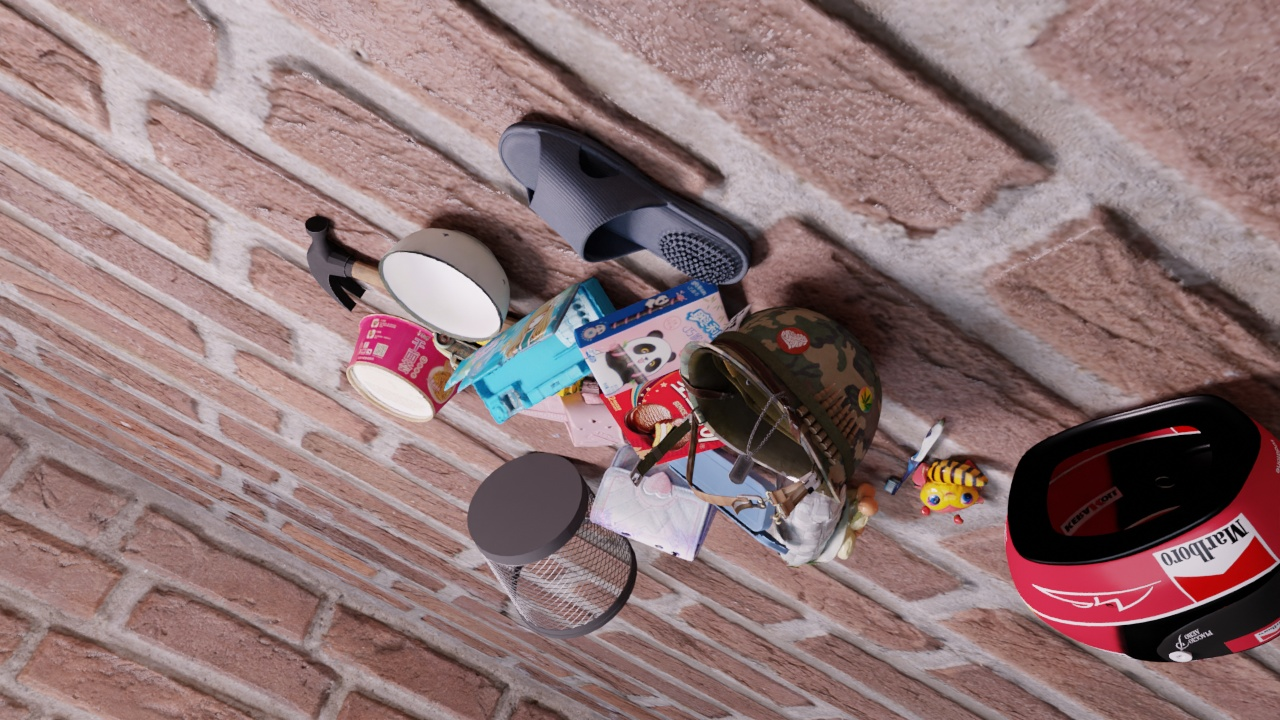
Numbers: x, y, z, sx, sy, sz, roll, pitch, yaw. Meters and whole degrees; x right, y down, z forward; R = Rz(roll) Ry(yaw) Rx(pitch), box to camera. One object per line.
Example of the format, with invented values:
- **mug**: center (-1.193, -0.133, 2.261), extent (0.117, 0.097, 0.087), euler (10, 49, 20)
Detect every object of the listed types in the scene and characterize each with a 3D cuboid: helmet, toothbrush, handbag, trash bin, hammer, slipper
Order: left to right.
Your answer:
- **hammer**: center (-0.274, -0.079, 1.156), extent (0.305, 0.040, 0.133), euler (21, 146, 5)
- **trash bin**: center (-0.143, 0.290, 1.465), extent (0.218, 0.217, 0.227), euler (6, 141, 28)
- **slipper**: center (-0.080, 0.073, 1.205), extent (0.239, 0.064, 0.094), euler (9, 144, 15)
- **slipper**: center (-0.024, -0.125, 0.861), extent (0.263, 0.082, 0.101), euler (27, 152, -5)
- **handbag**: center (0.024, 0.195, 1.274), extent (0.159, 0.126, 0.069), euler (17, 146, 16)
- **helmet**: center (0.120, 0.057, 0.886), extent (0.224, 0.236, 0.193), euler (35, 173, -36)
- **handbag**: center (0.224, 0.174, 1.121), extent (0.123, 0.112, 0.172), euler (8, 147, 9)
- **toothbrush**: center (0.312, 0.112, 1.051), extent (0.017, 0.016, 0.189), euler (29, 151, 13)
- **helmet**: center (0.480, 0.169, 0.844), extent (0.224, 0.197, 0.272), euler (38, 139, -21)

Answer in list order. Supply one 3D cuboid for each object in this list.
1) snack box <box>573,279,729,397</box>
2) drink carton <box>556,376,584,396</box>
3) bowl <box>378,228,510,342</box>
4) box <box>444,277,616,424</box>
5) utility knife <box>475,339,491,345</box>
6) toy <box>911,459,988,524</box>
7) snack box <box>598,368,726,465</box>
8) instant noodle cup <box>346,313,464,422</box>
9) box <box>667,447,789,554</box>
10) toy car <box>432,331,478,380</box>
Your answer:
- **snack box**: center (0.017, -0.024, 0.954), extent (0.154, 0.033, 0.088), euler (-23, 138, 3)
- **drink carton**: center (-0.131, 0.010, 1.156), extent (0.122, 0.041, 0.058), euler (14, -171, 18)
- **bowl**: center (-0.214, -0.095, 1.050), extent (0.153, 0.072, 0.154), euler (18, 148, 11)
- **box**: center (-0.133, 0.005, 1.035), extent (0.227, 0.116, 0.097), euler (-29, 93, 36)
- **utility knife**: center (-0.138, 0.018, 1.231), extent (0.227, 0.019, 0.031), euler (31, 158, -17)
- **toy**: center (0.352, 0.144, 1.043), extent (0.084, 0.046, 0.104), euler (23, 146, 15)
- **snack box**: center (0.041, 0.054, 1.077), extent (0.133, 0.035, 0.152), euler (-17, 136, 13)
- **instant noodle cup**: center (-0.341, 0.020, 1.312), extent (0.179, 0.077, 0.179), euler (18, 149, 11)
- **box**: center (0.101, 0.161, 1.144), extent (0.209, 0.047, 0.122), euler (35, 149, 50)
- **toy car**: center (-0.234, 0.002, 1.227), extent (0.112, 0.047, 0.047), euler (25, 165, 7)
